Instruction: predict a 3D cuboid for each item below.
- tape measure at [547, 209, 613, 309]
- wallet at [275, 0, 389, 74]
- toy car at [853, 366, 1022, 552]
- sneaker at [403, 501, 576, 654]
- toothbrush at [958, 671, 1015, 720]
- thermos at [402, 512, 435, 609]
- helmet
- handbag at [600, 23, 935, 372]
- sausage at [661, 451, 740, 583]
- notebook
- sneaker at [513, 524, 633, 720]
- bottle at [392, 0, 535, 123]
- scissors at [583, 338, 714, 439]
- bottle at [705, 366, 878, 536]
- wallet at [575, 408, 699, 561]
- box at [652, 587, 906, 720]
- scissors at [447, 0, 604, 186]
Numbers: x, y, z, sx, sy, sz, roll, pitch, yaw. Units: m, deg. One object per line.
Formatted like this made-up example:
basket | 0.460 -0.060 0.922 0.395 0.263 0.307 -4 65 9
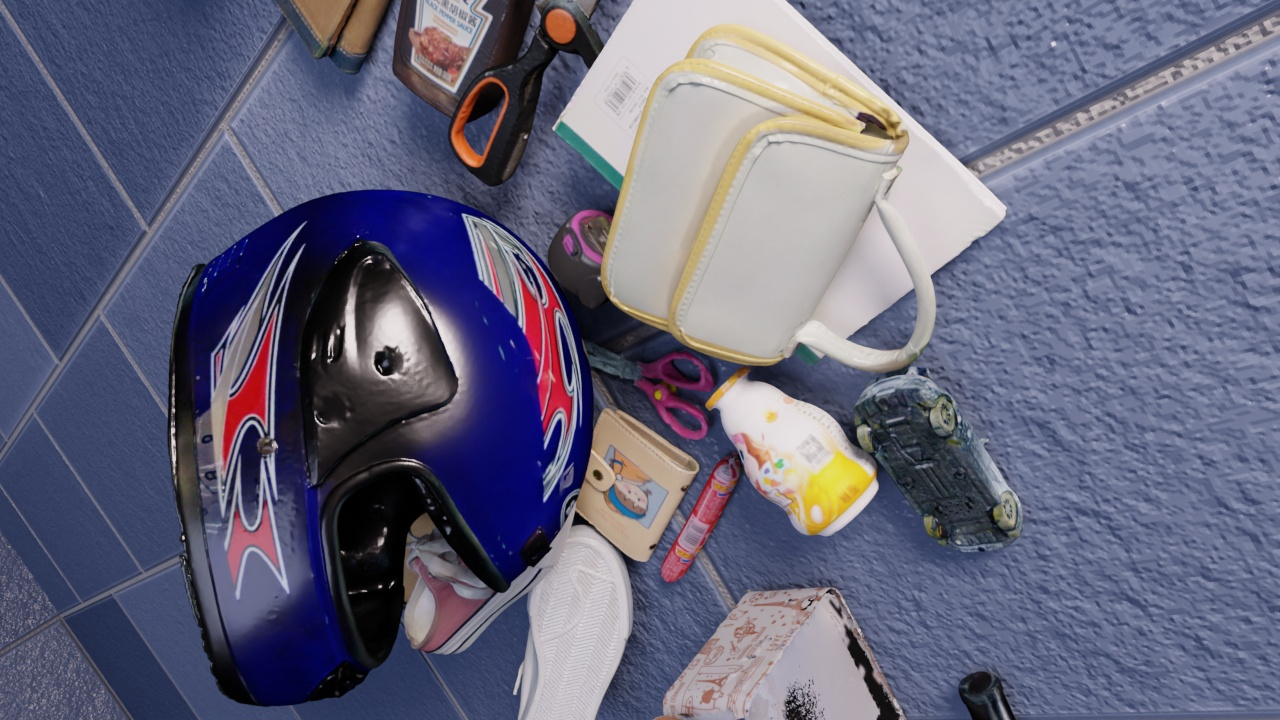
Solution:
tape measure | -0.028 -0.067 0.580 0.058 0.056 0.039 49 133 8
wallet | -0.205 -0.266 0.624 0.090 0.033 0.116 52 132 3
toy car | 0.167 0.057 0.512 0.054 0.036 0.120 -22 111 44
sneaker | -0.139 0.152 0.732 0.242 0.087 0.118 -51 44 26
toothbrush | 0.257 0.294 0.591 0.212 0.027 0.026 63 179 -11
thermos | -0.190 0.161 0.839 0.093 0.092 0.144 38 126 15
helmet | -0.148 0.046 0.596 0.247 0.240 0.315 99 163 -77
handbag | 0.074 -0.060 0.469 0.179 0.063 0.164 28 137 7
sausage | 0.043 0.117 0.662 0.020 0.020 0.156 37 134 16
notebook | 0.063 -0.104 0.490 0.209 0.012 0.151 42 135 -3
sneaker | -0.058 0.243 0.792 0.089 0.090 0.242 12 108 0
bottle | -0.095 -0.237 0.538 0.080 0.043 0.195 37 134 7
scissors | -0.005 0.001 0.635 0.137 0.017 0.073 31 132 26
bottle | 0.089 0.053 0.554 0.108 0.063 0.063 45 135 9
wallet | -0.011 0.092 0.691 0.087 0.024 0.115 34 134 12
box | 0.061 0.291 0.585 0.111 0.258 0.179 -19 103 47
scissors | -0.040 -0.172 0.523 0.222 0.021 0.234 -29 109 40
